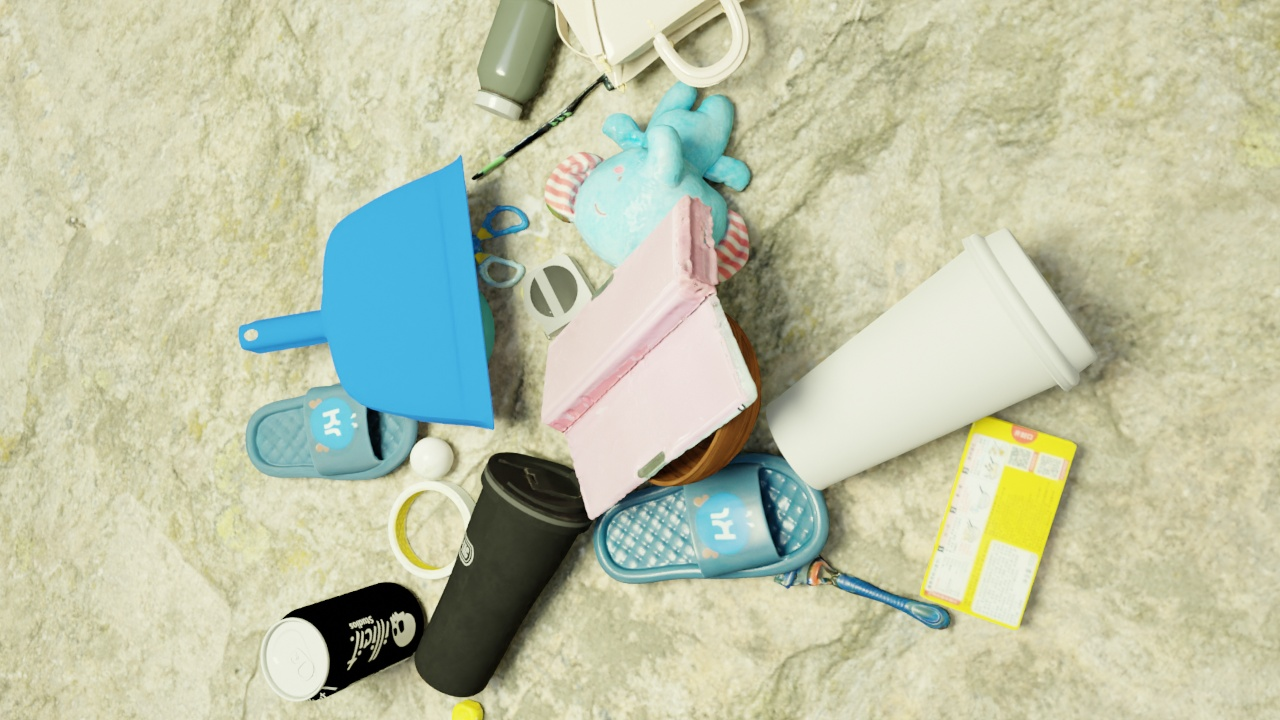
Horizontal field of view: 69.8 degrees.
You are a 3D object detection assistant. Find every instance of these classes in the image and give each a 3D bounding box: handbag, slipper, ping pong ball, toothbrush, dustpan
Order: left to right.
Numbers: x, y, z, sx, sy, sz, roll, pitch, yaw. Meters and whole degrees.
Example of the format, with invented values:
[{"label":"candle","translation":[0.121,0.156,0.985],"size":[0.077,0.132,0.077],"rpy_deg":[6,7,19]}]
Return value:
[{"label":"slipper","translation":[-0.311,0.073,0.911],"size":[0.214,0.059,0.103],"rpy_deg":[-11,87,21]},{"label":"dustpan","translation":[-0.262,-0.042,0.845],"size":[0.258,0.059,0.245],"rpy_deg":[-8,85,10]},{"label":"ping pong ball","translation":[-0.200,0.094,0.878],"size":[0.040,0.040,0.040],"rpy_deg":[-1,88,20]},{"label":"toothbrush","translation":[-0.085,-0.220,0.861],"size":[0.188,0.014,0.017],"rpy_deg":[-32,86,16]},{"label":"handbag","translation":[0.021,-0.317,0.778],"size":[0.195,0.101,0.197],"rpy_deg":[-30,79,14]},{"label":"slipper","translation":[0.052,0.135,0.772],"size":[0.214,0.059,0.103],"rpy_deg":[-14,72,23]}]

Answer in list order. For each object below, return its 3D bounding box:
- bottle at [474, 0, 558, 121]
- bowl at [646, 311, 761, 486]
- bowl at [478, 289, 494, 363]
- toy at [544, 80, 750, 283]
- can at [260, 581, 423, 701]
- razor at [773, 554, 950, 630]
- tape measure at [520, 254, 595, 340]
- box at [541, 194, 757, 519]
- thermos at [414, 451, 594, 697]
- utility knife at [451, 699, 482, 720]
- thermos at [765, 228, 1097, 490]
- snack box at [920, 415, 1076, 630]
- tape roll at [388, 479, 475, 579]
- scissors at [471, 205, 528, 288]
[{"label":"bottle","translation":[-0.116,-0.281,0.850],"size":[0.060,0.060,0.108],"rpy_deg":[23,96,19]},{"label":"bowl","translation":[0.052,0.030,0.727],"size":[0.148,0.068,0.147],"rpy_deg":[-28,57,52]},{"label":"bowl","translation":[-0.205,-0.026,0.881],"size":[0.121,0.046,0.121],"rpy_deg":[-1,88,20]},{"label":"toy","translation":[0.022,-0.157,0.777],"size":[0.183,0.115,0.180],"rpy_deg":[25,85,7]},{"label":"can","translation":[-0.268,0.255,0.841],"size":[0.080,0.146,0.080],"rpy_deg":[-1,88,20]},{"label":"razor","translation":[0.181,0.188,0.748],"size":[0.141,0.018,0.044],"rpy_deg":[19,83,18]},{"label":"tape measure","translation":[-0.077,-0.060,0.851],"size":[0.064,0.016,0.065],"rpy_deg":[-31,78,16]},{"label":"box","translation":[-0.009,0.004,0.724],"size":[0.234,0.050,0.180],"rpy_deg":[-44,46,43]},{"label":"thermos","translation":[-0.127,0.192,0.822],"size":[0.106,0.105,0.219],"rpy_deg":[31,104,18]},{"label":"utility knife","translation":[-0.179,0.415,0.873],"size":[0.029,0.020,0.186],"rpy_deg":[11,93,22]},{"label":"thermos","translation":[0.209,0.010,0.695],"size":[0.222,0.131,0.131],"rpy_deg":[-35,77,23]},{"label":"snack box","translation":[0.276,0.124,0.712],"size":[0.075,0.025,0.152],"rpy_deg":[17,94,20]},{"label":"tape roll","translation":[-0.199,0.163,0.887],"size":[0.094,0.019,0.094],"rpy_deg":[-1,88,20]},{"label":"scissors","translation":[-0.165,-0.101,0.889],"size":[0.133,0.020,0.097],"rpy_deg":[-12,81,18]}]
